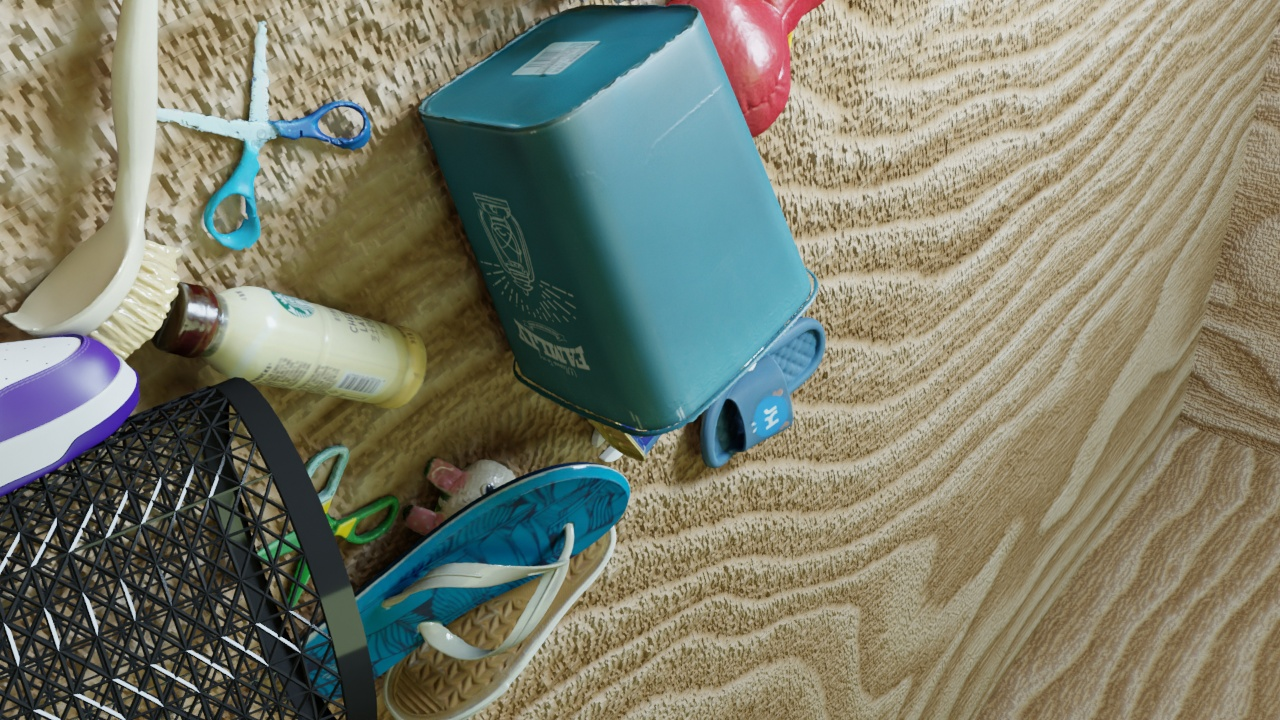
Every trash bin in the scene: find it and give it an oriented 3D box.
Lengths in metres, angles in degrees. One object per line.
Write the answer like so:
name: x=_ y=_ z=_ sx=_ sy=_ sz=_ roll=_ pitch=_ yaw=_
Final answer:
trash bin: x=-0.291 y=0.146 z=0.449 sx=0.242 sy=0.217 sz=0.217 roll=-19 pitch=124 yaw=-34
trash bin: x=-0.019 y=-0.105 z=0.628 sx=0.198 sy=0.197 sz=0.219 roll=-43 pitch=131 yaw=-25

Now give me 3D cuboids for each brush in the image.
brush: x=-0.253 y=-0.129 z=0.452 sx=0.077 sy=0.062 sz=0.272 roll=-6 pitch=112 yaw=-65

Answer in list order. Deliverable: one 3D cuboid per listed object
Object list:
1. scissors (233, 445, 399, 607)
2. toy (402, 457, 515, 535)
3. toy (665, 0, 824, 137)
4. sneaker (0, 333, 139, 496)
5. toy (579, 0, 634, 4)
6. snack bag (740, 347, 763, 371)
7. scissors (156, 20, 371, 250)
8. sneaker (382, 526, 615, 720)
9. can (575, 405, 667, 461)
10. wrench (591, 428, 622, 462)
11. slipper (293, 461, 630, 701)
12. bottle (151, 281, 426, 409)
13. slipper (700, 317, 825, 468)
scissors: x=-0.226 y=0.113 z=0.647 sx=0.125 sy=0.011 sz=0.128 roll=-23 pitch=125 yaw=-41
toy: x=-0.131 y=0.121 z=0.727 sx=0.112 sy=0.050 sz=0.087 roll=36 pitch=77 yaw=-30
toy: x=0.086 y=-0.270 z=0.720 sx=0.147 sy=0.099 sz=0.216 roll=36 pitch=78 yaw=-44
sneaker: x=-0.352 y=0.012 z=0.379 sx=0.243 sy=0.092 sz=0.111 roll=-19 pitch=123 yaw=-29
toy: x=0.011 y=-0.306 z=0.601 sx=0.157 sy=0.123 sz=0.067 roll=-47 pitch=124 yaw=-6
snack bag: x=0.041 y=-0.030 z=0.775 sx=0.077 sy=0.116 sz=0.036 roll=30 pitch=86 yaw=-35
scissors: x=-0.214 y=-0.127 z=0.526 sx=0.132 sy=0.014 sz=0.127 roll=-9 pitch=113 yaw=-40
sneaker: x=-0.112 y=0.216 z=0.779 sx=0.235 sy=0.087 sz=0.079 roll=-43 pitch=172 yaw=-10
can: x=-0.015 y=0.033 z=0.794 sx=0.059 sy=0.054 sz=0.100 roll=-51 pitch=125 yaw=-19
wrench: x=0.022 y=-0.031 z=0.847 sx=0.047 sy=0.009 sz=0.273 roll=23 pitch=93 yaw=-52
slipper: x=-0.130 y=0.174 z=0.686 sx=0.294 sy=0.060 sz=0.118 roll=-33 pitch=135 yaw=-6
bottle: x=-0.209 y=-0.009 z=0.560 sx=0.162 sy=0.056 sz=0.056 roll=18 pitch=97 yaw=-51
slipper: x=0.135 y=0.030 z=0.972 sx=0.213 sy=0.059 sz=0.104 roll=-42 pitch=135 yaw=-27
